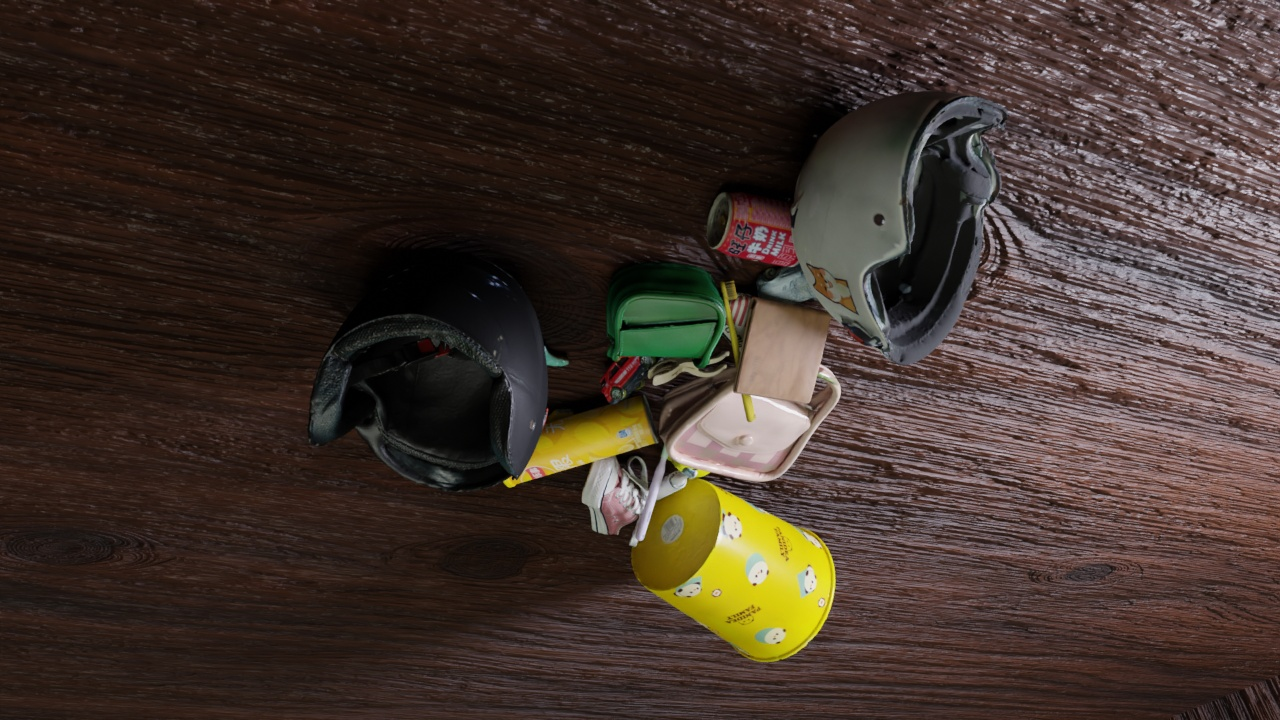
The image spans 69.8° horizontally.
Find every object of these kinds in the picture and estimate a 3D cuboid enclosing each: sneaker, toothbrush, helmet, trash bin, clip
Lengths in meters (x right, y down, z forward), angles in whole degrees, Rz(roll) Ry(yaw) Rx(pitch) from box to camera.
[{"bbox_3d":[-0.031,0.198,1.347,0.088,0.118,0.241,11,149,9],"label":"sneaker"},{"bbox_3d":[0.117,-0.009,1.077,0.016,0.015,0.190,-11,118,6],"label":"toothbrush"},{"bbox_3d":[-0.213,0.021,0.999,0.233,0.229,0.275,11,141,4],"label":"helmet"},{"bbox_3d":[0.026,0.171,1.302,0.029,0.021,0.189,6,108,-41],"label":"toothbrush"},{"bbox_3d":[0.232,-0.135,0.885,0.157,0.229,0.274,28,160,30],"label":"helmet"},{"bbox_3d":[0.137,0.320,1.436,0.230,0.229,0.255,-32,129,31],"label":"trash bin"},{"bbox_3d":[0.066,0.005,1.109,0.095,0.101,0.035,28,144,16],"label":"clip"},{"bbox_3d":[0.047,0.176,1.321,0.026,0.026,0.221,26,161,-5],"label":"toothbrush"}]

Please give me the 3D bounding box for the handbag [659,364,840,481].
[{"bbox_3d":[0.155,0.062,1.189,0.193,0.093,0.235,17,141,-28],"label":"handbag"}]

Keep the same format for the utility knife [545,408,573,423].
[{"bbox_3d":[-0.143,0.107,1.289,0.033,0.015,0.157,18,137,-35],"label":"utility knife"}]

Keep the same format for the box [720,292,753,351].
[{"bbox_3d":[0.143,-0.035,1.121,0.069,0.052,0.164,-11,144,33],"label":"box"}]

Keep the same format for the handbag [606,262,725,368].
[{"bbox_3d":[0.025,-0.047,1.047,0.131,0.067,0.120,3,129,-10],"label":"handbag"}]

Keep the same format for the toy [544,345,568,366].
[{"bbox_3d":[-0.142,0.006,1.148,0.096,0.030,0.092,8,143,-25],"label":"toy"}]

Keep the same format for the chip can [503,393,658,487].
[{"bbox_3d":[-0.086,0.108,1.228,0.213,0.072,0.072,-16,141,4],"label":"chip can"}]

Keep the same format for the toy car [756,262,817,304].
[{"bbox_3d":[0.193,-0.092,1.052,0.121,0.036,0.054,-17,142,21],"label":"toy car"}]

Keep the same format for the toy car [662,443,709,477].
[{"bbox_3d":[0.072,0.148,1.351,0.048,0.032,0.105,-21,141,19],"label":"toy car"}]

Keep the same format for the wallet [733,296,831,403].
[{"bbox_3d":[0.165,-0.010,1.069,0.101,0.020,0.115,8,97,-19],"label":"wallet"}]

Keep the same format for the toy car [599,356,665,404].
[{"bbox_3d":[-0.007,0.007,1.142,0.121,0.045,0.052,-46,170,36],"label":"toy car"}]

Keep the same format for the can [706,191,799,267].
[{"bbox_3d":[0.123,-0.138,0.959,0.093,0.066,0.067,9,140,-17],"label":"can"}]
